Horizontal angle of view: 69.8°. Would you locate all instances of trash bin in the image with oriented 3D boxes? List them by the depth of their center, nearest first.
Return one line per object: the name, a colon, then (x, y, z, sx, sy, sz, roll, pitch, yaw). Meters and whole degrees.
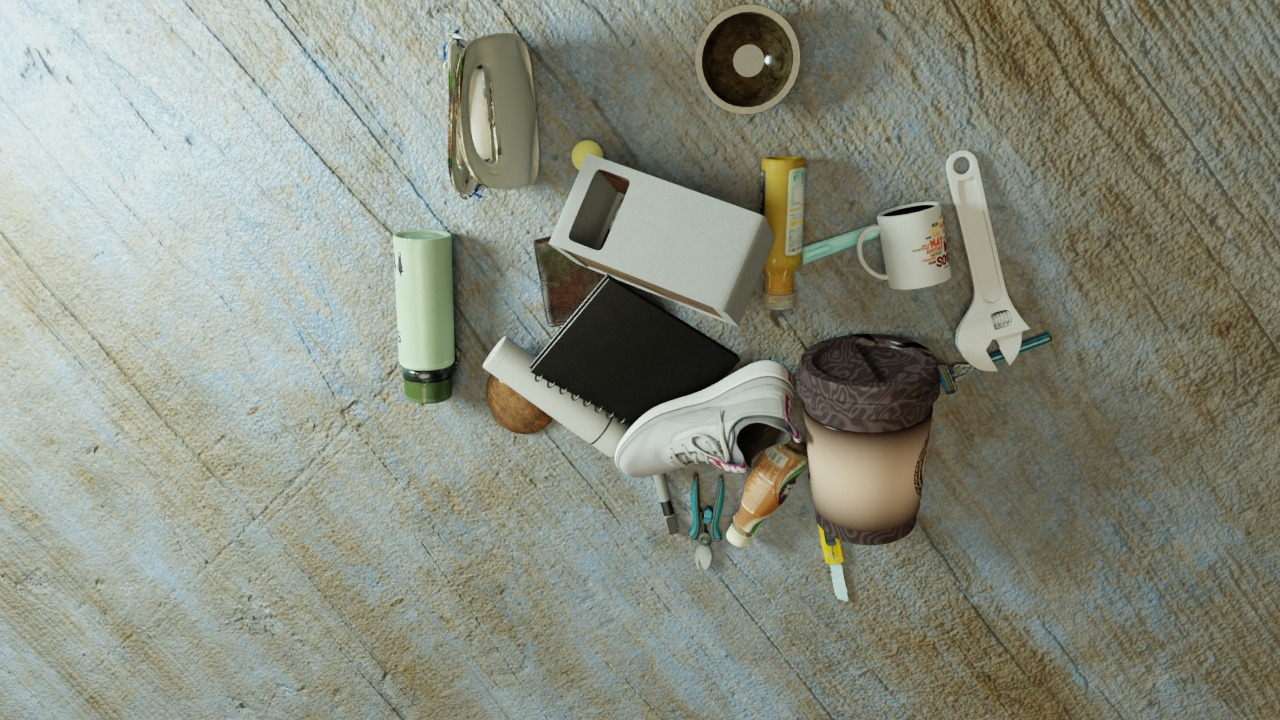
trash bin: (0.028, -0.142, 1.095, 0.229, 0.114, 0.114, 23, 89, 16)

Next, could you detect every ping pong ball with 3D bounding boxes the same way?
ping pong ball: (-0.067, -0.257, 1.155, 0.040, 0.040, 0.040, 3, 108, 8)

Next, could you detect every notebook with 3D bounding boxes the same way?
notebook: (-0.007, 0.007, 1.186, 0.231, 0.019, 0.169, 30, 112, -32)

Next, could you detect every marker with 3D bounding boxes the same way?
marker: (0.030, 0.179, 1.292, 0.016, 0.016, 0.140, -12, 105, 12)

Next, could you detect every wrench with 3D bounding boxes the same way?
wrench: (0.409, -0.119, 1.125, 0.087, 0.018, 0.273, -16, 99, 9)

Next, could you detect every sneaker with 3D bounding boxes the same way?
sneaker: (0.088, 0.107, 1.190, 0.263, 0.128, 0.097, -26, 128, 14)

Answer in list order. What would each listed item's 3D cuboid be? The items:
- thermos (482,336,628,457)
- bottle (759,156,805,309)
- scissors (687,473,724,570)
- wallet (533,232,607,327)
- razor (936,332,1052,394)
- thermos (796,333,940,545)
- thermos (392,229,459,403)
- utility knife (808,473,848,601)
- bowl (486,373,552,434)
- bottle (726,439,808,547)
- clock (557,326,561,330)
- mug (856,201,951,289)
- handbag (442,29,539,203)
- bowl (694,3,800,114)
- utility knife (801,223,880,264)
thermos: (-0.107, 0.053, 1.241, 0.224, 0.052, 0.052, 37, 109, -12)
bottle: (0.175, -0.157, 1.142, 0.053, 0.053, 0.186, 2, 109, 8)
scissors: (0.097, 0.226, 1.295, 0.148, 0.019, 0.132, -39, 97, 17)
wallet: (-0.084, -0.109, 1.197, 0.099, 0.031, 0.120, -10, 86, 14)
razor: (0.450, -0.003, 1.165, 0.144, 0.022, 0.042, -23, 99, 10)
thermos: (0.284, 0.101, 1.153, 0.173, 0.172, 0.226, -1, 114, 9)
thermos: (-0.287, -0.056, 1.238, 0.082, 0.082, 0.232, 4, 108, 8)
utility knife: (0.266, 0.246, 1.278, 0.030, 0.018, 0.207, -8, 109, 21)
bowl: (-0.169, 0.054, 1.278, 0.102, 0.026, 0.114, 2, 108, 9)
bottle: (0.167, 0.181, 1.247, 0.059, 0.059, 0.167, 27, 110, 0)
clock: (-0.061, -0.013, 1.225, 0.129, 0.052, 0.090, -5, 107, 10)
mug: (0.317, -0.137, 1.114, 0.105, 0.073, 0.089, -11, 105, 12)
handbag: (-0.195, -0.287, 1.084, 0.093, 0.199, 0.201, 0, 105, 13)
bowl: (0.127, -0.354, 1.084, 0.121, 0.056, 0.121, 3, 108, 8)
utility knife: (0.259, -0.150, 1.151, 0.120, 0.015, 0.022, -18, 105, 13)
